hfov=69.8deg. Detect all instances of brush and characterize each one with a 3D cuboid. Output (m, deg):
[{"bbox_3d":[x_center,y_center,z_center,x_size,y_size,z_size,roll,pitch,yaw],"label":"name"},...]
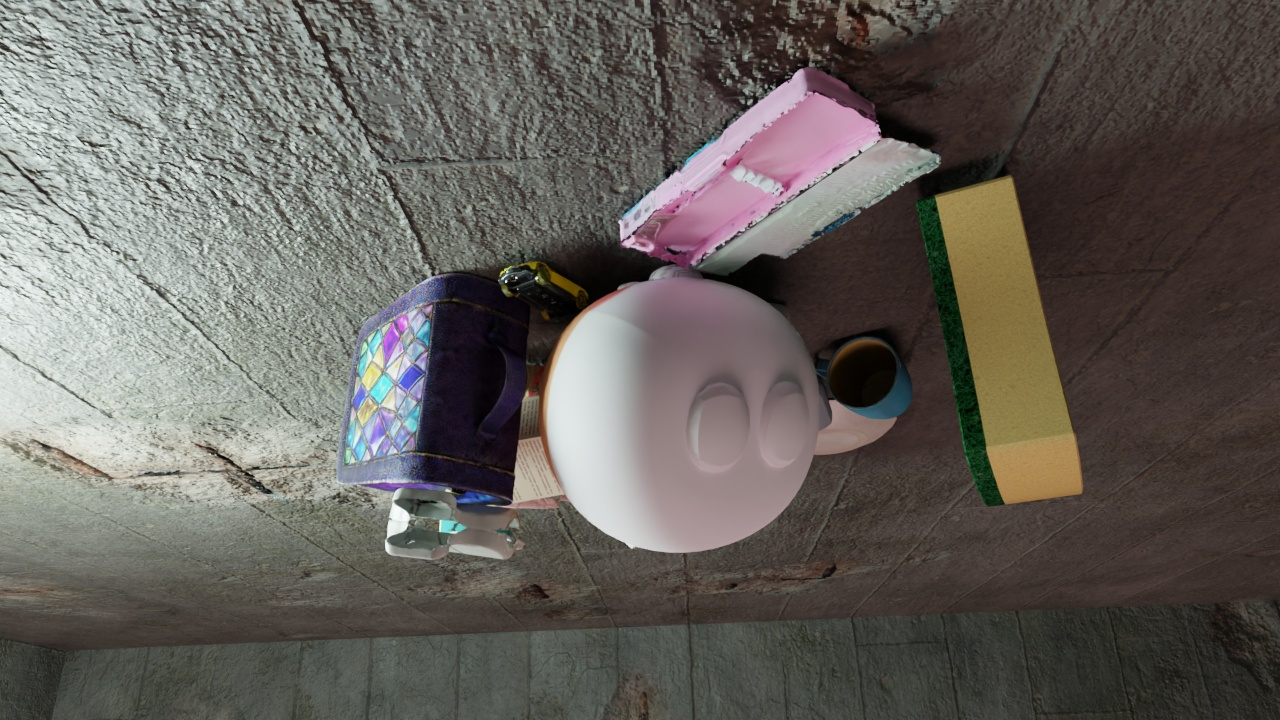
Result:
[{"bbox_3d":[0.306,-0.008,0.779,0.075,0.249,0.195,-13,157,22],"label":"brush"}]

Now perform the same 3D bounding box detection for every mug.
[{"bbox_3d":[0.257,0.023,1.061,0.112,0.084,0.104,16,174,34],"label":"mug"}]

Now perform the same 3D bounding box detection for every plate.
[{"bbox_3d":[0.260,0.101,1.274,0.189,0.027,0.189,-2,155,-1],"label":"plate"}]

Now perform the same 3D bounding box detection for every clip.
[{"bbox_3d":[-0.185,0.153,0.870,0.125,0.081,0.147,2,162,11],"label":"clip"}]

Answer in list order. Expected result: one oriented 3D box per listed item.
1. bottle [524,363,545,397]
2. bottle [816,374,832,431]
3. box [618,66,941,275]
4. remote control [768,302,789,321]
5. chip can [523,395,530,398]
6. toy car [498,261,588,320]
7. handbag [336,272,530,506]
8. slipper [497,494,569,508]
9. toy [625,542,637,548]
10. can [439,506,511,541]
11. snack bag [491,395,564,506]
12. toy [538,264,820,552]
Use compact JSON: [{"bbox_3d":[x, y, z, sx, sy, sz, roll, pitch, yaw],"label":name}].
[{"bbox_3d":[-0.121,0.024,1.062,0.109,0.044,0.044,10,152,-28],"label":"bottle"},{"bbox_3d":[0.189,0.043,1.121,0.072,0.046,0.161,-9,154,15],"label":"bottle"},{"bbox_3d":[0.109,-0.134,0.747,0.159,0.035,0.231,16,149,-34],"label":"box"},{"bbox_3d":[0.119,-0.027,0.987,0.060,0.028,0.115,4,154,-14],"label":"remote control"},{"bbox_3d":[-0.238,0.085,1.135,0.213,0.087,0.087,0,155,-3],"label":"chip can"},{"bbox_3d":[-0.092,-0.069,0.878,0.049,0.030,0.107,-14,155,27],"label":"toy car"},{"bbox_3d":[-0.191,0.037,0.910,0.223,0.204,0.125,-16,153,43],"label":"handbag"},{"bbox_3d":[-0.140,0.147,1.252,0.274,0.114,0.055,10,157,-38],"label":"slipper"},{"bbox_3d":[0.040,0.113,1.112,0.141,0.246,0.268,29,165,-13],"label":"toy"},{"bbox_3d":[-0.227,0.182,1.274,0.099,0.143,0.099,-2,155,-1],"label":"can"},{"bbox_3d":[-0.117,0.100,1.049,0.206,0.069,0.094,-11,129,8],"label":"snack bag"},{"bbox_3d":[0.027,0.042,0.879,0.262,0.266,0.281,0,-172,-32],"label":"toy"}]
